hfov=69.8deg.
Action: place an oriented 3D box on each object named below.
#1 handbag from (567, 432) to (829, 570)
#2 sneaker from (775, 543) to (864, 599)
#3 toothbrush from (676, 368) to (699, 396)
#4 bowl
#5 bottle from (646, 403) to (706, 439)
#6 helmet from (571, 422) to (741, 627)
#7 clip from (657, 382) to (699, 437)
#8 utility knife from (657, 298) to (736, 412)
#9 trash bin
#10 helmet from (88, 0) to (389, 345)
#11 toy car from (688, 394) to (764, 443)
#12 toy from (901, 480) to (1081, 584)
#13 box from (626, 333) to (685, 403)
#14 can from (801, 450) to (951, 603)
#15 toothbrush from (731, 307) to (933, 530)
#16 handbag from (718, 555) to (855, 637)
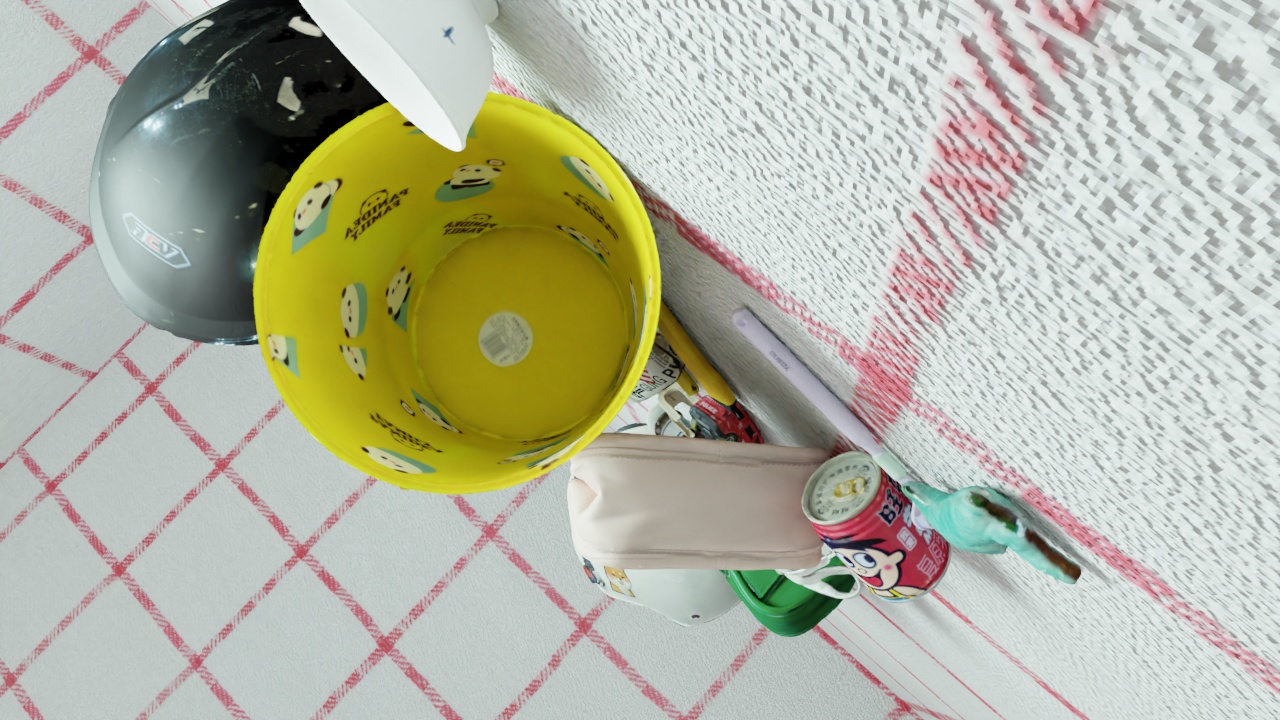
[{"bbox_3d":[0.026,0.095,0.739,0.193,0.093,0.234,6,-178,-16],"label":"handbag"},{"bbox_3d":[0.149,0.152,0.798,0.118,0.087,0.241,42,168,7],"label":"sneaker"},{"bbox_3d":[0.004,-0.026,0.841,0.017,0.015,0.190,23,160,50],"label":"toothbrush"},{"bbox_3d":[-0.110,-0.170,0.458,0.118,0.064,0.118,43,172,7],"label":"bowl"},{"bbox_3d":[0.074,0.108,0.982,0.195,0.080,0.044,41,173,43],"label":"bottle"},{"bbox_3d":[0.024,0.169,1.082,0.274,0.229,0.157,30,156,32],"label":"helmet"},{"bbox_3d":[0.037,0.045,0.992,0.095,0.035,0.102,49,175,-30],"label":"clip"},{"bbox_3d":[0.044,-0.005,0.759,0.033,0.015,0.156,26,161,45],"label":"utility knife"},{"bbox_3d":[-0.102,-0.033,0.638,0.229,0.229,0.255,42,178,3],"label":"trash bin"},{"bbox_3d":[-0.278,-0.147,0.698,0.233,0.273,0.231,38,146,-3],"label":"helmet"},{"bbox_3d":[0.089,0.076,0.860,0.053,0.045,0.120,38,166,44],"label":"toy car"},{"bbox_3d":[0.192,0.092,0.507,0.096,0.030,0.092,34,172,15],"label":"toy"},{"bbox_3d":[-0.007,0.008,0.843,0.069,0.052,0.164,51,162,1],"label":"box"},{"bbox_3d":[0.161,0.113,0.628,0.094,0.066,0.066,47,171,-25],"label":"can"},{"bbox_3d":[0.124,0.036,0.573,0.189,0.029,0.021,45,-150,-6],"label":"toothbrush"},{"bbox_3d":[0.153,0.206,0.941,0.120,0.131,0.068,42,164,38],"label":"handbag"}]
